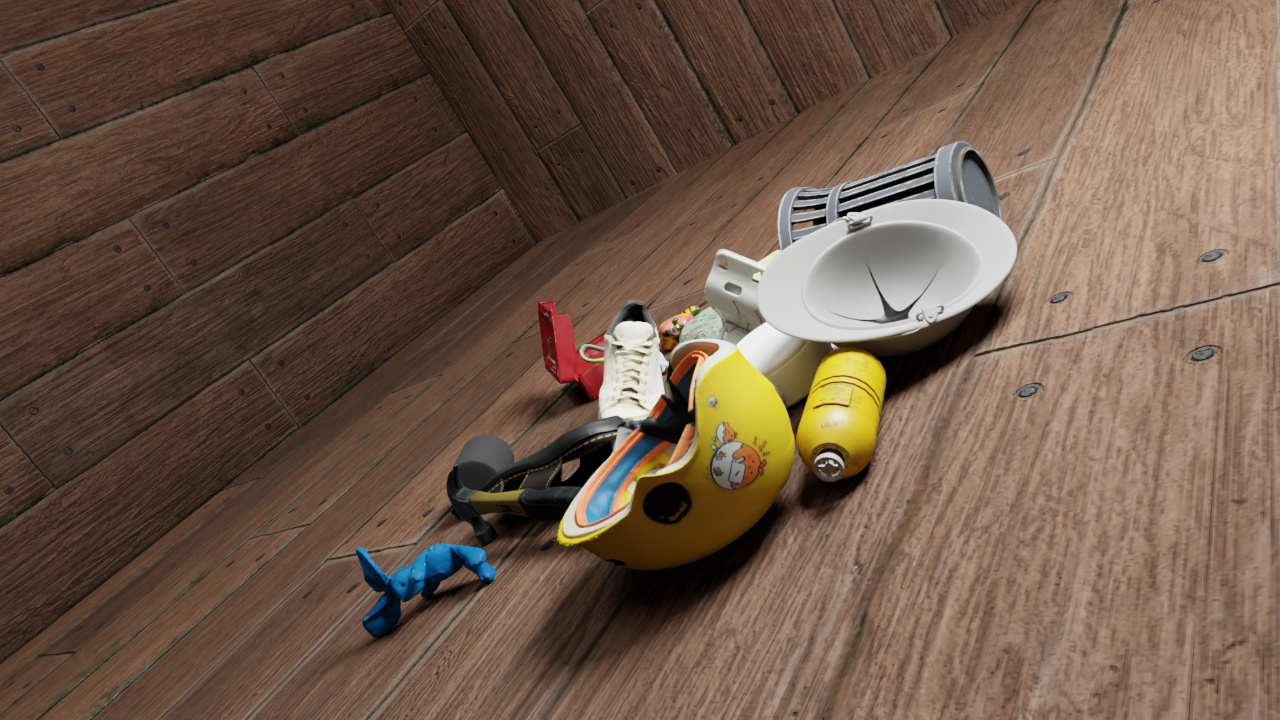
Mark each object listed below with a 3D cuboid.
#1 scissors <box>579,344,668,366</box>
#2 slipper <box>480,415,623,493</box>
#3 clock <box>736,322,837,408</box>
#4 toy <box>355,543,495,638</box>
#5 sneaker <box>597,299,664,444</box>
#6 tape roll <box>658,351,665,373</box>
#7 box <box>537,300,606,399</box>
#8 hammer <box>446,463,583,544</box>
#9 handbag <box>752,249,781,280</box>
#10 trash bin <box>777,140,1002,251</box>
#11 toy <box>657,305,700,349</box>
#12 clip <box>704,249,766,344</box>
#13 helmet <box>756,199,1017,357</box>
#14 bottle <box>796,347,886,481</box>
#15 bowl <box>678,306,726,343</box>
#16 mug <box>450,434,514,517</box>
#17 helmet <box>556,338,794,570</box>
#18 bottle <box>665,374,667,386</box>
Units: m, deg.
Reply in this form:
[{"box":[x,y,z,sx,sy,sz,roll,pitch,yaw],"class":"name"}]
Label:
[{"box":[-0.013,-0.012,1.390,0.171,0.022,0.173,12,53,23],"class":"scissors"},{"box":[-0.105,0.144,1.133,0.269,0.075,0.112,-32,-13,40],"class":"slipper"},{"box":[0.160,0.011,1.059,0.160,0.073,0.125,-45,19,-19],"class":"clock"},{"box":[-0.257,0.248,1.068,0.176,0.113,0.071,-21,31,6],"class":"toy"},{"box":[-0.007,0.007,1.204,0.089,0.102,0.241,4,38,-2],"class":"sneaker"},{"box":[-0.005,0.017,1.405,0.093,0.013,0.093,-24,27,13],"class":"tape roll"},{"box":[-0.074,-0.021,1.513,0.168,0.154,0.157,-4,12,-14],"class":"box"},{"box":[-0.110,0.162,1.046,0.334,0.118,0.025,-9,29,43],"class":"hammer"},{"box":[0.201,-0.105,1.280,0.111,0.081,0.119,-32,14,28],"class":"handbag"},{"box":[0.313,-0.170,1.141,0.228,0.164,0.163,-14,23,40],"class":"trash bin"},{"box":[0.063,-0.053,1.467,0.084,0.046,0.103,-49,-5,30],"class":"toy"},{"box":[0.142,-0.068,1.196,0.072,0.125,0.143,-47,-24,-44],"class":"clip"},{"box":[0.262,-0.062,0.982,0.271,0.118,0.183,-21,47,-2],"class":"helmet"},{"box":[0.185,0.054,0.849,0.071,0.071,0.163,-23,18,29],"class":"bottle"},{"box":[0.117,-0.051,1.364,0.157,0.038,0.157,-30,16,9],"class":"bowl"},{"box":[-0.235,0.172,1.310,0.114,0.078,0.087,-56,9,18],"class":"mug"},{"box":[0.048,0.106,0.843,0.240,0.139,0.209,-53,10,4],"class":"helmet"},{"box":[0.082,0.018,1.221,0.110,0.036,0.036,-19,20,40],"class":"bottle"}]
